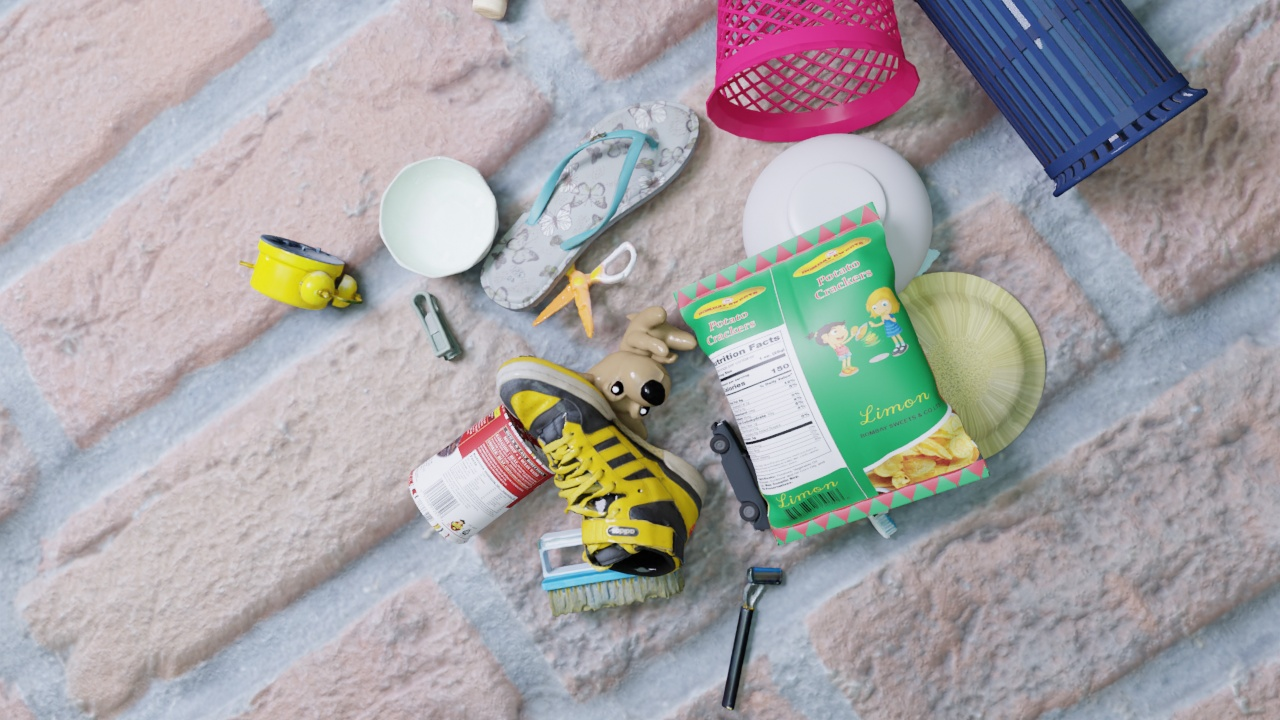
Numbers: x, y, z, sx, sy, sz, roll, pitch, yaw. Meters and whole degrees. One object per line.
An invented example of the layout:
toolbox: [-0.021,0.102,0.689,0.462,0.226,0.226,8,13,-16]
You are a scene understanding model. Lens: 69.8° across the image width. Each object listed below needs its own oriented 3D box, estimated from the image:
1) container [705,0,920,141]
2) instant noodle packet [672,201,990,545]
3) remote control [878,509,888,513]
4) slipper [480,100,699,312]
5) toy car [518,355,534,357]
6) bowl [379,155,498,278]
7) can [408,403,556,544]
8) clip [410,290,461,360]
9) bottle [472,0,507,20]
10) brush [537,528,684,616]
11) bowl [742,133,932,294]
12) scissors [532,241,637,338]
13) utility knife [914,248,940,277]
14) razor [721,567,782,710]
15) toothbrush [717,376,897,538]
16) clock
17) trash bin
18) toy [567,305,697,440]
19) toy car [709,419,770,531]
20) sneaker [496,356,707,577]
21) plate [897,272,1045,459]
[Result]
container: [0.144,-0.340,0.825,0.183,0.183,0.225,-4,81,6]
instant noodle packet: [0.162,0.017,0.812,0.196,0.090,0.252,-24,87,21]
remote control: [0.210,0.077,0.852,0.033,0.012,0.131,-4,90,27]
slipper: [-0.058,-0.163,0.884,0.269,0.055,0.098,-44,70,-1]
toy car: [-0.084,0.026,0.902,0.091,0.036,0.042,21,90,7]
bowl: [-0.191,-0.137,0.905,0.117,0.061,0.117,0,89,7]
can: [-0.151,0.108,0.882,0.116,0.086,0.086,-37,85,4]
clip: [-0.207,-0.036,0.914,0.023,0.050,0.078,-29,93,3]
bottle: [-0.130,-0.423,0.906,0.060,0.059,0.166,15,91,6]
brush: [-0.026,0.196,0.882,0.136,0.055,0.075,-10,93,5]
bowl: [0.181,-0.132,0.850,0.177,0.066,0.176,-2,83,11]
scissors: [-0.053,-0.078,0.892,0.128,0.011,0.125,-18,65,8]
utility knife: [0.218,-0.034,0.878,0.030,0.018,0.191,41,97,1]
razor: [0.099,0.266,0.885,0.042,0.022,0.144,12,95,-33]
toothbrush: [0.161,0.087,0.879,0.222,0.027,0.027,45,113,5]
clock: [-0.330,-0.084,0.910,0.119,0.083,0.057,23,96,9]
trash bin: [0.355,-0.286,0.811,0.139,0.139,0.249,-35,84,4]
toy: [-0.005,0.005,0.863,0.134,0.106,0.108,40,76,-36]
toy car: [0.098,0.108,0.875,0.034,0.046,0.112,-24,88,10]
sneaker: [-0.044,0.105,0.815,0.238,0.121,0.086,37,131,-18]
plate: [0.289,0.009,0.852,0.184,0.036,0.184,0,92,2]
